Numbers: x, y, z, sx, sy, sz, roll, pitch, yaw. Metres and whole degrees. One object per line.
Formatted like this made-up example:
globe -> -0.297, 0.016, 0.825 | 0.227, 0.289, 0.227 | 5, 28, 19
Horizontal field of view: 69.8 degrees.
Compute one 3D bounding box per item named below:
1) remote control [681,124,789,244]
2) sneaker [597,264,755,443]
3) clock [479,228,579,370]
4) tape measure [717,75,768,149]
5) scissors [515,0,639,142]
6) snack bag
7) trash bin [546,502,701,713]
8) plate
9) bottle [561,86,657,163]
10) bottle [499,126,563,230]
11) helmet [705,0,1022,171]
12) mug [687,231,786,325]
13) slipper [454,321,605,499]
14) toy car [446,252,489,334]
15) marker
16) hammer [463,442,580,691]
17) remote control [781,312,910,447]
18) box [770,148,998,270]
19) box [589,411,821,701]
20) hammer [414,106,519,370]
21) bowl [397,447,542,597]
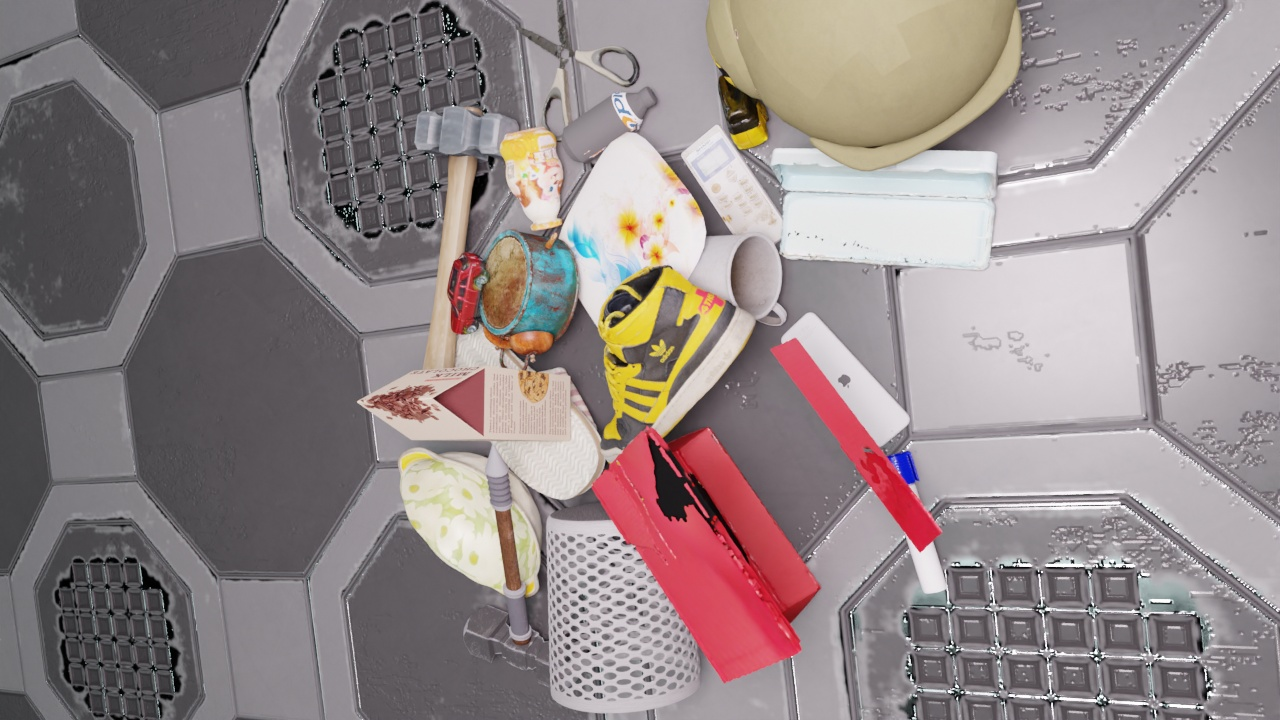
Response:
remote control -> 0.096, -0.172, 0.938 | 0.050, 0.011, 0.136 | -36, 79, 23
sneaker -> -0.005, 0.005, 0.893 | 0.122, 0.085, 0.239 | 36, 127, -9
clock -> -0.122, -0.061, 1.001 | 0.121, 0.073, 0.157 | 16, 97, 53
tape measure -> 0.103, -0.244, 0.900 | 0.037, 0.064, 0.065 | -18, 54, 18
scissors -> -0.073, -0.323, 1.003 | 0.158, 0.012, 0.170 | 7, 99, 23
snack bag -> -0.169, 0.045, 0.914 | 0.095, 0.206, 0.070 | -4, 83, 32
trash bin -> -0.021, 0.245, 0.952 | 0.157, 0.156, 0.183 | -4, 90, 25
plate -> -0.020, -0.122, 0.945 | 0.187, 0.016, 0.187 | 57, 129, 31
bottle -> -0.033, -0.252, 0.972 | 0.113, 0.047, 0.047 | -27, 83, 25
bottle -> -0.115, -0.199, 1.009 | 0.063, 0.063, 0.109 | -4, 107, 25
helmet -> 0.188, -0.279, 0.740 | 0.251, 0.255, 0.232 | -30, 78, 25
mug -> 0.096, -0.074, 0.911 | 0.071, 0.113, 0.084 | 5, 55, 44
slipper -> -0.130, 0.050, 1.043 | 0.263, 0.052, 0.115 | 43, 107, 27
toy car -> -0.191, -0.072, 1.006 | 0.042, 0.036, 0.091 | 40, 125, 53
marker -> 0.264, 0.155, 0.880 | 0.027, 0.023, 0.133 | -17, 87, 4
hammer -> -0.141, 0.220, 0.992 | 0.156, 0.042, 0.323 | 14, 126, 23
remote control -> 0.201, 0.018, 0.906 | 0.045, 0.008, 0.146 | -46, 75, 21
box -> 0.222, -0.142, 0.845 | 0.198, 0.077, 0.122 | 6, 116, 23
box -> 0.048, 0.168, 0.795 | 0.124, 0.378, 0.211 | -36, 78, 6
hammer -> -0.216, -0.127, 1.055 | 0.117, 0.051, 0.323 | 10, 95, 27
bowl -> -0.181, 0.171, 1.047 | 0.189, 0.060, 0.219 | -25, 107, 41
